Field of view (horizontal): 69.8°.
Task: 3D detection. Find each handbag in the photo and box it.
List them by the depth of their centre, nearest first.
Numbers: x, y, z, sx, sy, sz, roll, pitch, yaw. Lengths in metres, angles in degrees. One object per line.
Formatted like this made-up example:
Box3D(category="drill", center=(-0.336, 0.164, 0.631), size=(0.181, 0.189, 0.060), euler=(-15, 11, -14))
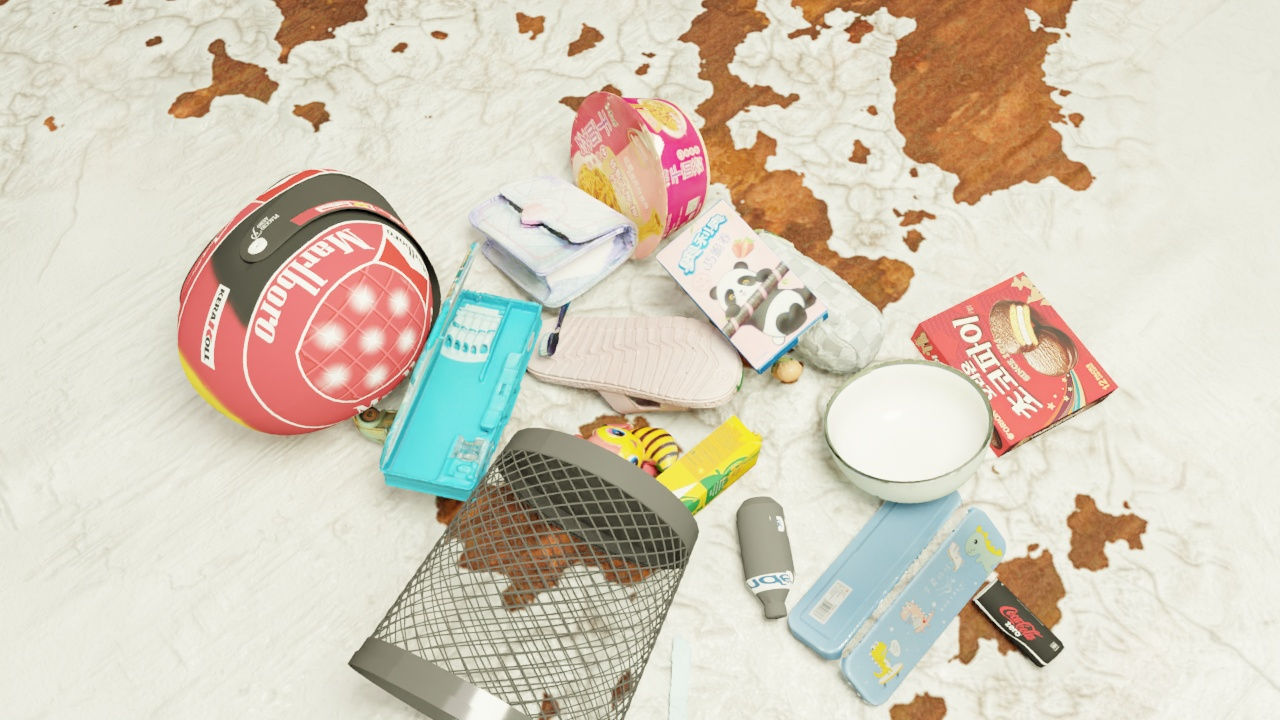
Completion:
Box3D(category="handbag", center=(0.157, -0.041, 0.931), size=(0.171, 0.112, 0.123), euler=(37, 80, 16))
Box3D(category="handbag", center=(-0.095, -0.141, 0.984), size=(0.126, 0.069, 0.158), euler=(-36, 48, -18))

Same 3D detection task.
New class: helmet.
Box3D(category="helmet", center=(-0.305, -0.055, 0.877), size=(0.225, 0.198, 0.270), euler=(19, 67, 41))

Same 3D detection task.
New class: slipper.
Box3D(category="slipper", center=(-0.006, 0.005, 0.938), size=(0.240, 0.064, 0.094), euler=(7, 61, 24))

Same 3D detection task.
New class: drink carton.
Box3D(category="drink carton", center=(0.062, 0.109, 0.886), size=(0.122, 0.058, 0.041), euler=(-37, 69, -15))

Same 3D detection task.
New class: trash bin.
Box3D(category="trash bin", center=(-0.083, 0.203, 0.764), size=(0.218, 0.218, 0.226), euler=(24, 63, 12))

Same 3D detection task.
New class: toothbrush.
Box3D(category="toothbrush", center=(-0.080, -0.074, 0.980), size=(0.017, 0.016, 0.188), euler=(-12, 44, 26))

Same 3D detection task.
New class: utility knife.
Box3D(category="utility knife", center=(0.028, 0.356, 0.796), size=(0.030, 0.019, 0.227), euler=(7, 61, -5))

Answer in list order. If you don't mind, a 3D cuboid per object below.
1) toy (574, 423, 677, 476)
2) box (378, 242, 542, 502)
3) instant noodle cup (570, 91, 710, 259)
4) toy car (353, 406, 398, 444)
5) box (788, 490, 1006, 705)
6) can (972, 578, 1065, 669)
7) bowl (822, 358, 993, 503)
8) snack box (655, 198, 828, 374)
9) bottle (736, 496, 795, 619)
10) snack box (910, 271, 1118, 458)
Box3D(category="toy", center=(-0.016, 0.092, 0.904), size=(0.103, 0.046, 0.084), euler=(-5, 41, -12))
Box3D(category="box", center=(-0.170, 0.003, 0.864), size=(0.097, 0.117, 0.226), euler=(10, 53, 8))
Box3D(category="instant noodle cup", center=(0.004, -0.205, 0.987), size=(0.077, 0.179, 0.178), euler=(-23, 65, -29))
Box3D(category="toy car", center=(-0.233, 0.077, 0.914), size=(0.112, 0.047, 0.047), euler=(4, 59, 3))
Box3D(category="box", center=(0.241, 0.204, 0.845), size=(0.122, 0.047, 0.209), euler=(41, 72, 17))
Box3D(category="can", center=(0.343, 0.239, 0.833), size=(0.031, 0.032, 0.080), euler=(-37, 69, -15))
Box3D(category="bowl", center=(0.256, 0.076, 0.876), size=(0.153, 0.073, 0.153), euler=(-12, 43, 11))
Box3D(category="snack box", center=(0.096, -0.071, 0.877), size=(0.088, 0.033, 0.154), euler=(-40, 73, 2))
Box3D(category="bottle", center=(0.118, 0.184, 0.856), size=(0.047, 0.047, 0.112), euler=(-6, 65, -2))
Box3D(category="snack box", center=(0.381, 0.002, 0.944), size=(0.132, 0.036, 0.152), euler=(-26, 66, -11))
